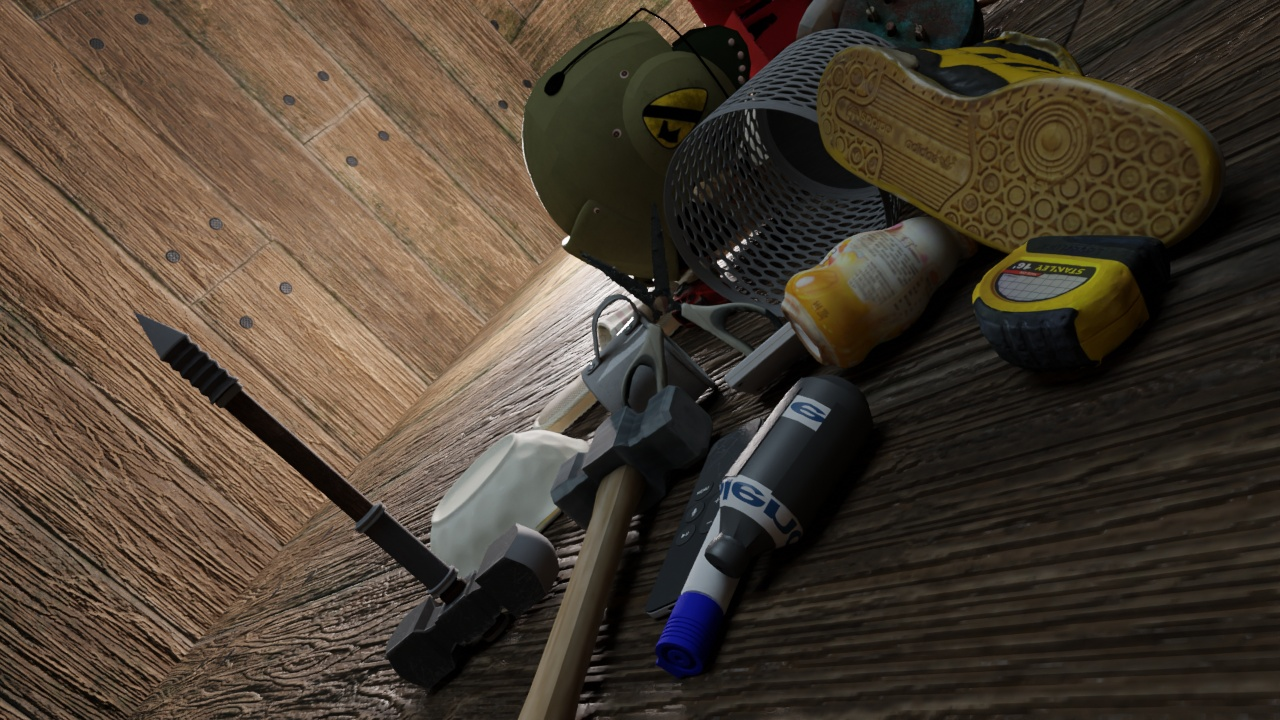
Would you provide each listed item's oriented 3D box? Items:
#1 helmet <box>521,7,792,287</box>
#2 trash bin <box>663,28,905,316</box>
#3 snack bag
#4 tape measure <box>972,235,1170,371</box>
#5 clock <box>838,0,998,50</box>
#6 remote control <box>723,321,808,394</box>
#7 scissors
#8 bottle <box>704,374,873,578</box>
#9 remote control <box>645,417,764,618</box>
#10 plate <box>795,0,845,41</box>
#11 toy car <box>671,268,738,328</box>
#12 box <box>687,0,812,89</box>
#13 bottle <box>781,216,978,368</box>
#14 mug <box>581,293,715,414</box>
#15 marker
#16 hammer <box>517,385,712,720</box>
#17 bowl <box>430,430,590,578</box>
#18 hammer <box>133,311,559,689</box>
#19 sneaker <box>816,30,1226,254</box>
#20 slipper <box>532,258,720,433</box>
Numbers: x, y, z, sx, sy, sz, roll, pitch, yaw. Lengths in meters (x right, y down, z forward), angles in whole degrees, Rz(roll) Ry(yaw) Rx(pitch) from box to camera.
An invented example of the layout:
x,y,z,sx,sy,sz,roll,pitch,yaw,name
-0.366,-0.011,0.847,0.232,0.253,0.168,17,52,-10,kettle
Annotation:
x,y,z,sx,sy,sz,roll,pitch,yaw,name
0.013,-0.187,0.868,0.233,0.255,0.250,-37,11,6,helmet
0.126,-0.147,0.679,0.157,0.156,0.182,-33,15,44,trash bin
0.079,-0.179,1.016,0.207,0.070,0.094,-41,49,15,snack bag
0.174,-0.023,0.381,0.064,0.037,0.066,-44,25,-22,tape measure
0.238,-0.295,0.847,0.158,0.121,0.073,-51,-26,17,clock
0.114,-0.026,0.588,0.136,0.011,0.050,-41,-22,16,remote control
0.022,-0.023,0.652,0.012,0.170,0.157,-9,-60,-75,scissors
0.070,0.056,0.445,0.112,0.047,0.047,-50,13,-21,bottle
0.040,0.086,0.529,0.045,0.008,0.146,-35,16,37,remote control
0.235,-0.335,0.930,0.187,0.016,0.187,-45,-30,-5,plate
0.059,-0.055,0.848,0.036,0.042,0.091,-58,16,-24,toy car
0.141,-0.462,0.982,0.211,0.378,0.124,-36,19,-17,box
0.136,-0.045,0.521,0.109,0.063,0.063,-36,13,3,bottle
-0.004,0.004,0.701,0.070,0.113,0.084,-46,28,5,mug
0.043,0.096,0.461,0.132,0.023,0.027,-57,-4,-44,marker
-0.031,0.136,0.523,0.118,0.051,0.321,-38,17,29,hammer
-0.132,0.126,0.840,0.220,0.060,0.187,-31,19,45,bowl
-0.213,0.082,0.626,0.156,0.322,0.043,-41,13,18,hammer
0.209,-0.116,0.479,0.122,0.086,0.238,-10,31,-27,sneaker
-0.024,-0.018,0.972,0.263,0.052,0.115,-44,11,4,slipper
